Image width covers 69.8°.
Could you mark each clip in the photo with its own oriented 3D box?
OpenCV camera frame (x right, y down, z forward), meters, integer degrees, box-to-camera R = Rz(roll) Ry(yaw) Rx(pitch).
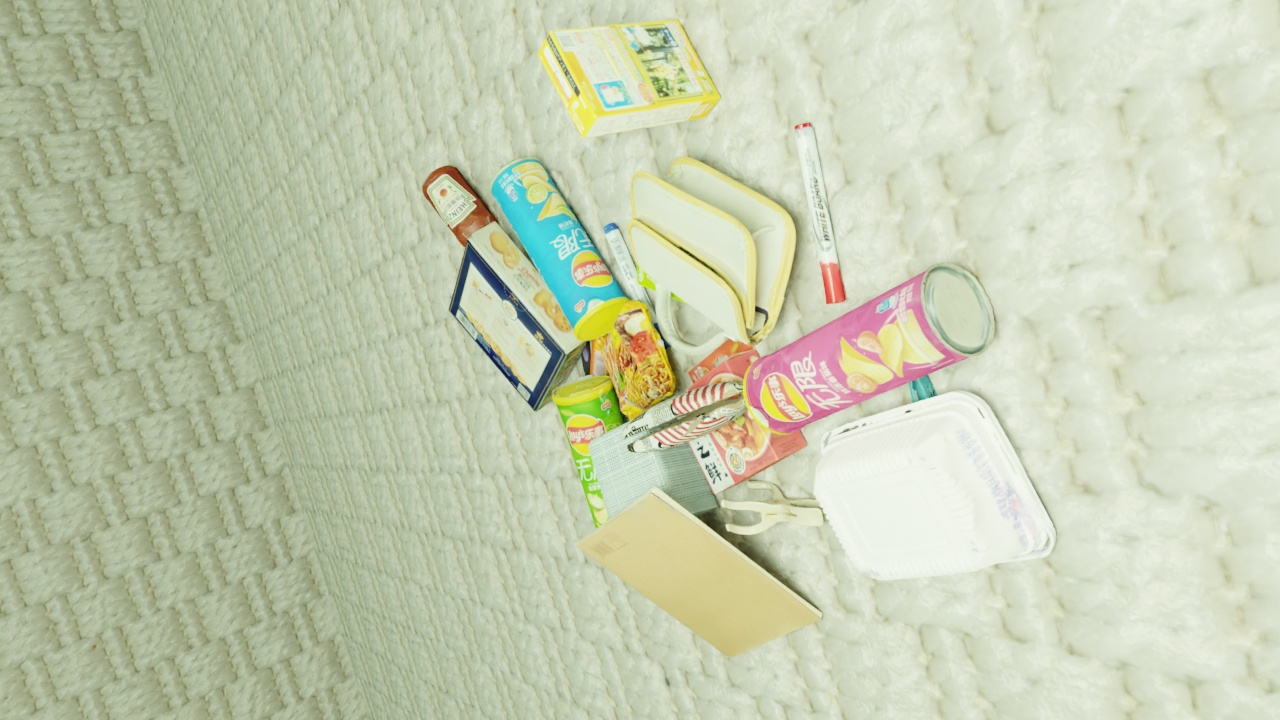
[{"bbox_3d":[0.220,0.034,0.705,0.049,0.015,0.057,-14,93,58],"label":"clip"},{"bbox_3d":[0.118,0.144,0.859,0.102,0.094,0.035,16,119,64],"label":"clip"}]

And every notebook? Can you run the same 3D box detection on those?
[{"bbox_3d":[0.053,0.218,0.912,0.211,0.012,0.150,38,135,-10],"label":"notebook"}]

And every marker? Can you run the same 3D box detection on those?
[{"bbox_3d":[-0.005,-0.078,0.966,0.017,0.016,0.145,-33,79,56],"label":"marker"},{"bbox_3d":[0.144,-0.117,0.736,0.017,0.017,0.145,1,107,55],"label":"marker"}]

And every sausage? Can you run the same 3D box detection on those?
[{"bbox_3d":[-0.050,0.036,1.081,0.021,0.021,0.165,36,133,41],"label":"sausage"}]

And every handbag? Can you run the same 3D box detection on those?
[{"bbox_3d":[0.050,-0.072,0.809,0.163,0.063,0.179,39,138,40],"label":"handbag"}]

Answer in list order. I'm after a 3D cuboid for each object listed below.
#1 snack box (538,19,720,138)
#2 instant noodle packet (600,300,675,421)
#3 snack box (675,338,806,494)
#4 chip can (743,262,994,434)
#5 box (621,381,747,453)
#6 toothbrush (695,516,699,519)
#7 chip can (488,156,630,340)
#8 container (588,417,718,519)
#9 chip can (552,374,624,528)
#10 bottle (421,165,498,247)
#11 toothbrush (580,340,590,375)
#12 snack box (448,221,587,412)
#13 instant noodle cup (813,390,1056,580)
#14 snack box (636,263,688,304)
[{"bbox_3d":[-0.007,-0.241,0.777,0.087,0.140,0.034,63,147,11],"label":"snack box"},{"bbox_3d":[-0.006,0.006,0.964,0.129,0.044,0.110,125,128,-70],"label":"instant noodle packet"},{"bbox_3d":[0.084,0.050,0.877,0.127,0.044,0.113,63,146,12],"label":"snack box"},{"bbox_3d":[0.167,-0.003,0.710,0.211,0.071,0.071,-34,78,55],"label":"chip can"},{"bbox_3d":[0.042,0.058,0.842,0.165,0.071,0.059,-26,67,58],"label":"box"},{"bbox_3d":[0.069,0.207,0.993,0.224,0.027,0.026,61,179,16],"label":"toothbrush"},{"bbox_3d":[-0.091,-0.125,1.015,0.210,0.071,0.071,58,144,18],"label":"chip can"},{"bbox_3d":[0.010,0.120,0.959,0.090,0.089,0.111,-28,76,31],"label":"container"},{"bbox_3d":[-0.036,0.129,1.049,0.073,0.072,0.221,2,112,55],"label":"chip can"},{"bbox_3d":[-0.204,-0.160,1.172,0.206,0.059,0.060,52,143,16],"label":"bottle"},{"bbox_3d":[-0.066,-0.016,1.088,0.017,0.014,0.189,34,133,59],"label":"toothbrush"},{"bbox_3d":[-0.152,-0.047,1.113,0.178,0.045,0.183,49,149,8],"label":"snack box"},{"bbox_3d":[0.208,0.108,0.704,0.174,0.060,0.138,-29,90,55],"label":"instant noodle cup"},{"bbox_3d":[0.051,-0.095,0.869,0.156,0.026,0.086,27,126,47],"label":"snack box"}]
